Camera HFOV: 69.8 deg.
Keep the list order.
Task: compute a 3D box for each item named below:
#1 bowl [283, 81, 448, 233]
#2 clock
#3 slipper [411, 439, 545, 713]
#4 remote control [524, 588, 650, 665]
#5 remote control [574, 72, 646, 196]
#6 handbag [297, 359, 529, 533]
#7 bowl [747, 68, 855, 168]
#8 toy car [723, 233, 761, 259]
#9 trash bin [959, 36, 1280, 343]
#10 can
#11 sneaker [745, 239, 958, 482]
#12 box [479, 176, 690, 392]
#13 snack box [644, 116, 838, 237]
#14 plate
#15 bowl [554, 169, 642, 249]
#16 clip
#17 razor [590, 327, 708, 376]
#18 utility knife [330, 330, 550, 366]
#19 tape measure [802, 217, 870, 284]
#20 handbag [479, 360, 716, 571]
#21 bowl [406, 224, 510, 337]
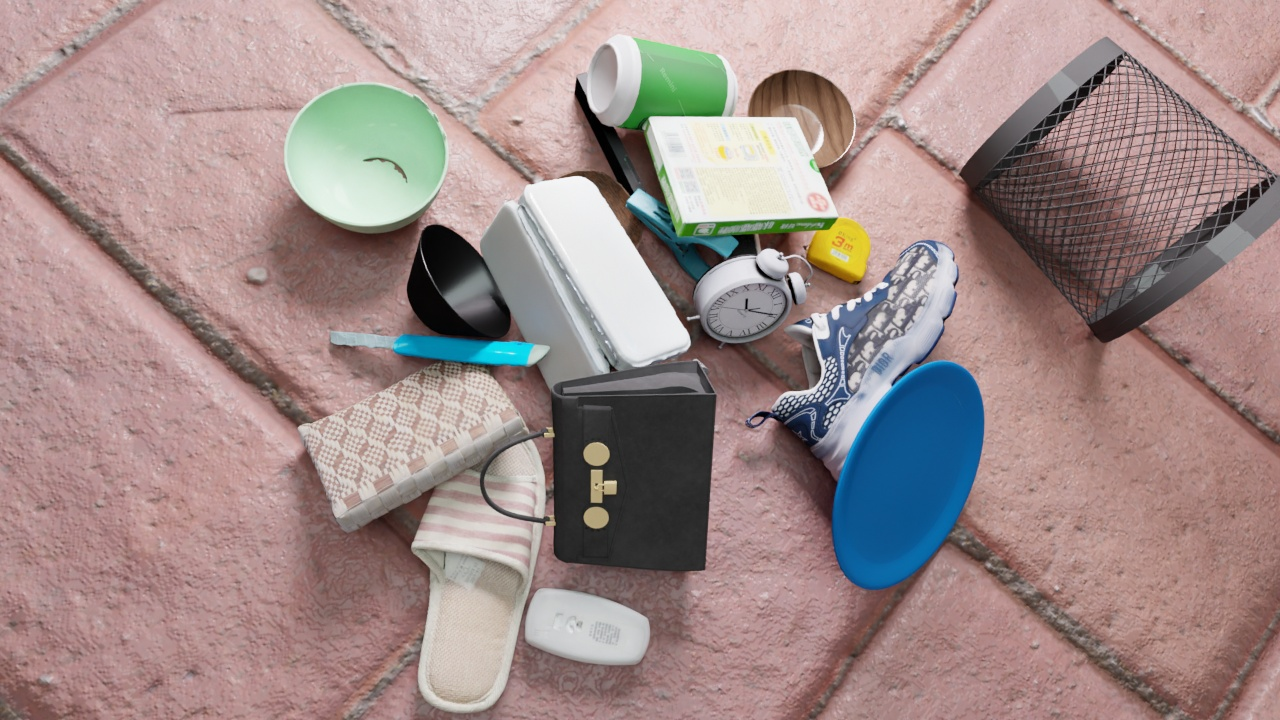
[{"bbox_3d":[-0.261,-0.186,0.893,0.151,0.077,0.150,2,76,-8],"label":"bowl"},{"bbox_3d":[0.110,-0.063,0.895,0.123,0.094,0.035,-30,48,22],"label":"clock"},{"bbox_3d":[-0.149,0.181,0.829,0.115,0.052,0.262,8,75,-7],"label":"slipper"},{"bbox_3d":[-0.048,0.244,0.838,0.114,0.028,0.060,13,74,-5],"label":"remote control"},{"bbox_3d":[-0.032,-0.229,0.959,0.013,0.034,0.150,-23,80,-13],"label":"remote control"},{"bbox_3d":[-0.205,0.067,0.835,0.185,0.047,0.124,-28,50,-13],"label":"handbag"},{"bbox_3d":[0.170,-0.255,0.995,0.119,0.032,0.119,2,75,-8],"label":"bowl"},{"bbox_3d":[0.105,-0.119,0.949,0.039,0.039,0.113,-11,75,16],"label":"toy car"},{"bbox_3d":[0.476,-0.175,0.929,0.217,0.218,0.227,-38,80,-15],"label":"trash bin"},{"bbox_3d":[0.023,-0.276,0.933,0.139,0.088,0.087,0,74,-30],"label":"can"},{"bbox_3d":[0.213,-0.020,0.914,0.132,0.103,0.269,28,77,6],"label":"sneaker"},{"bbox_3d":[-0.056,-0.068,0.881,0.104,0.129,0.210,-18,78,-41],"label":"box"},{"bbox_3d":[0.098,-0.183,0.905,0.167,0.027,0.131,-5,62,-20],"label":"snack box"},{"bbox_3d":[0.246,0.106,0.856,0.223,0.024,0.224,-16,116,-36],"label":"plate"},{"bbox_3d":[-0.053,-0.138,0.936,0.102,0.026,0.114,-30,81,-13],"label":"bowl"},{"bbox_3d":[0.048,-0.116,0.926,0.122,0.120,0.033,25,70,32],"label":"clip"},{"bbox_3d":[-0.005,0.005,0.902,0.116,0.047,0.088,42,74,12],"label":"razor"},{"bbox_3d":[-0.193,-0.013,0.862,0.220,0.015,0.031,7,46,10],"label":"utility knife"},{"bbox_3d":[0.209,-0.120,0.967,0.068,0.030,0.058,25,74,-4],"label":"tape measure"},{"bbox_3d":[-0.042,0.098,0.806,0.195,0.072,0.176,-2,114,-9],"label":"handbag"},{"bbox_3d":[-0.184,-0.063,0.872,0.053,0.124,0.124,-31,80,19],"label":"bowl"}]
